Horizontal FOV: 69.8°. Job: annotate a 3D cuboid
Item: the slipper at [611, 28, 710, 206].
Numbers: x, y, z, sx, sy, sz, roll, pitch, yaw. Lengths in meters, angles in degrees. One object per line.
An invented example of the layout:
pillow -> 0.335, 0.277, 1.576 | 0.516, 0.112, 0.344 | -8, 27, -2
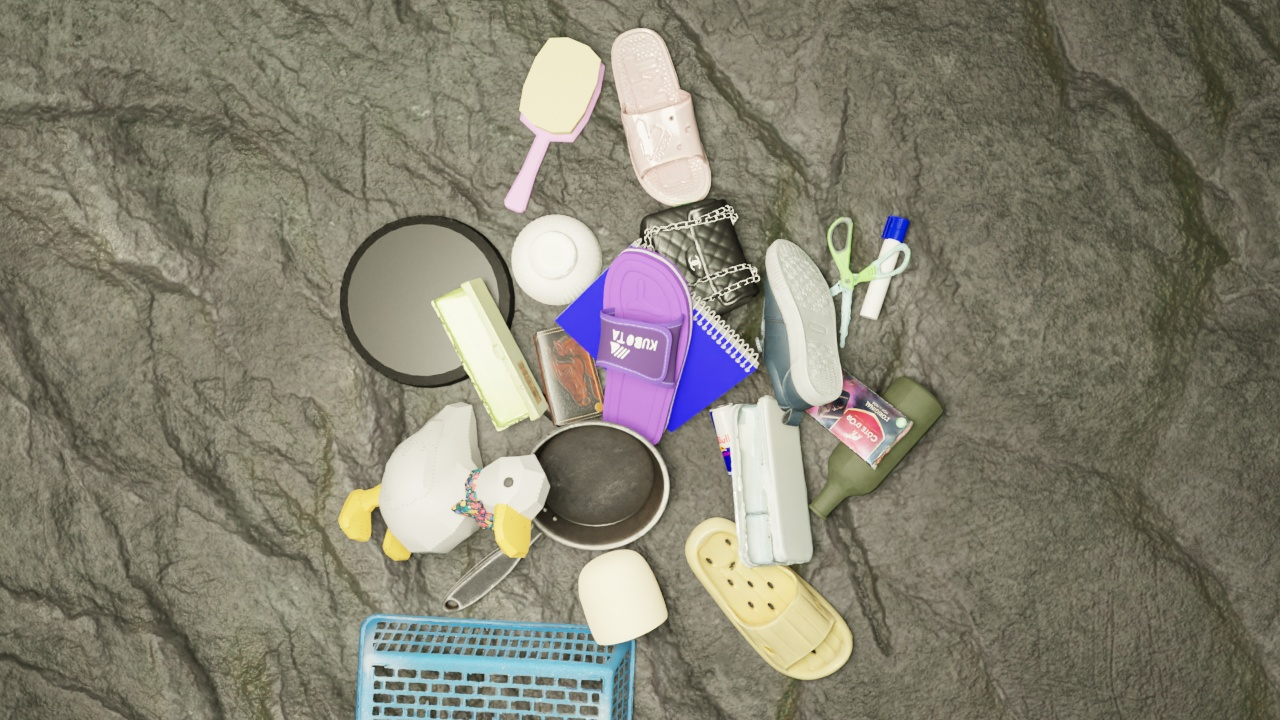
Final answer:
slipper -> 0.021, -0.311, 1.165 | 0.094, 0.064, 0.239 | -17, 89, 1

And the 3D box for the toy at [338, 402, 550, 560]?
toy -> -0.227, 0.154, 1.114 | 0.268, 0.141, 0.246 | -25, 48, 20

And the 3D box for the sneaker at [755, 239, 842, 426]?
sneaker -> 0.188, -0.037, 1.151 | 0.089, 0.088, 0.235 | 12, 61, -34

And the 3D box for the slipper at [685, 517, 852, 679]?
slipper -> 0.161, 0.311, 1.166 | 0.111, 0.079, 0.261 | -45, 90, 4

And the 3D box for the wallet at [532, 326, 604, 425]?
wallet -> -0.092, 0.018, 1.183 | 0.072, 0.019, 0.123 | -14, 90, -19

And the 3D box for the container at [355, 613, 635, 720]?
container -> -0.192, 0.468, 1.163 | 0.362, 0.089, 0.257 | 3, 90, 0

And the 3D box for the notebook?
notebook -> 0.020, -0.026, 1.130 | 0.209, 0.022, 0.172 | 44, 127, -7

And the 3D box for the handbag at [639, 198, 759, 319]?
handbag -> 0.076, -0.126, 1.142 | 0.125, 0.115, 0.153 | -21, 87, -1

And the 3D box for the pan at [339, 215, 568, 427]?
pan -> -0.227, -0.034, 1.185 | 0.356, 0.034, 0.225 | 42, 90, 1

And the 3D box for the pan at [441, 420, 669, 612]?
pan -> -0.122, 0.208, 1.171 | 0.357, 0.055, 0.187 | -39, 109, 15

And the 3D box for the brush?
brush -> -0.121, -0.300, 1.176 | 0.089, 0.043, 0.228 | 23, 90, 0

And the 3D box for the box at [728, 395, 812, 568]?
box -> 0.160, 0.155, 1.158 | 0.083, 0.122, 0.215 | -14, 70, 30

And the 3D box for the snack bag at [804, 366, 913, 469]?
snack bag -> 0.259, 0.061, 1.152 | 0.074, 0.018, 0.155 | -48, 57, 0

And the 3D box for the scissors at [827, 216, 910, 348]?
scissors -> 0.272, -0.101, 1.175 | 0.160, 0.025, 0.171 | 2, 87, 13

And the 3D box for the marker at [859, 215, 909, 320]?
marker -> 0.313, -0.119, 1.185 | 0.027, 0.023, 0.133 | 18, 91, 0

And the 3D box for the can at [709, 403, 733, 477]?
can -> 0.117, 0.104, 1.184 | 0.032, 0.032, 0.095 | -17, 91, 0

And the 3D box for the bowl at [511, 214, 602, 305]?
bowl -> -0.109, -0.131, 1.168 | 0.118, 0.062, 0.118 | 0, 90, 0

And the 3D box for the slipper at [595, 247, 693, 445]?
slipper -> -0.006, 0.006, 1.091 | 0.107, 0.083, 0.267 | 15, 125, 13

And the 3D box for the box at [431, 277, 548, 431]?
box -> -0.192, -0.004, 1.137 | 0.083, 0.091, 0.188 | -25, 95, 13

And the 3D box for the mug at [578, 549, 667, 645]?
mug -> -0.036, 0.294, 1.163 | 0.120, 0.096, 0.099 | -22, 88, 41

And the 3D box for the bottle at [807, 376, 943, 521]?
bottle -> 0.291, 0.117, 1.164 | 0.071, 0.071, 0.207 | 41, 91, 0
